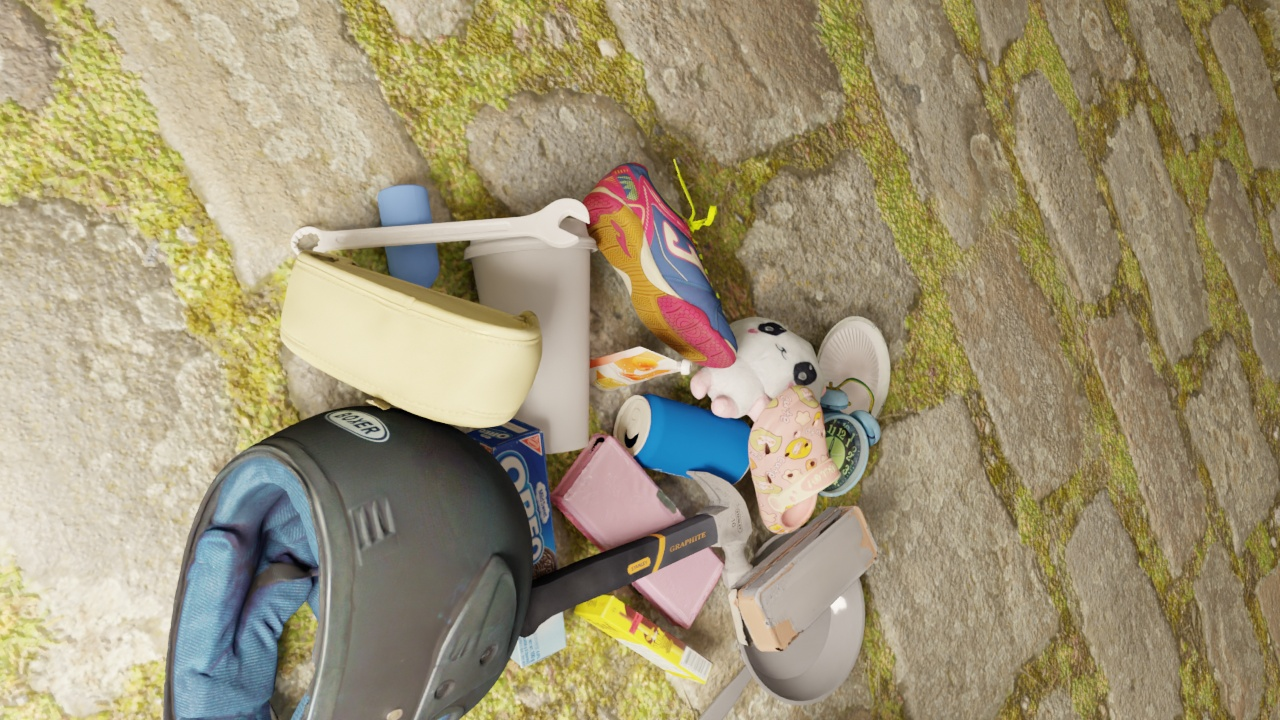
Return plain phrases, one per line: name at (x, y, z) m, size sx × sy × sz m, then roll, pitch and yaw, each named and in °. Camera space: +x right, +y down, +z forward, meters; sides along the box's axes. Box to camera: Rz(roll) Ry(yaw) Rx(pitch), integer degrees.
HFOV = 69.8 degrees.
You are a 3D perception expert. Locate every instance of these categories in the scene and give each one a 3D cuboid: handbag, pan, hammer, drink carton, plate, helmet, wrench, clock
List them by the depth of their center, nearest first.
helmet at (-0.210, 0.195, 0.729) m, size 0.235 × 0.249 × 0.316 m, roll 9°, pitch 97°, yaw -54°
handbag at (-0.192, -0.024, 0.768) m, size 0.233 × 0.190 × 0.088 m, roll 18°, pitch 100°, yaw 6°
wrench at (-0.183, -0.117, 0.839) m, size 0.273 × 0.009 × 0.047 m, roll -4°, pitch 69°, yaw 1°
hammer at (-0.001, 0.203, 0.908) m, size 0.311 × 0.035 × 0.139 m, roll -14°, pitch 97°, yaw -42°
drink carton at (-0.006, 0.006, 0.959) m, size 0.069 × 0.122 × 0.038 m, roll 22°, pitch 70°, yaw -29°
pan at (0.133, 0.337, 1.038) m, size 0.355 × 0.051 × 0.201 m, roll -35°, pitch 102°, yaw -32°
clock at (0.229, 0.095, 1.118) m, size 0.118 × 0.060 × 0.162 m, roll 33°, pitch 82°, yaw -27°
plate at (0.272, 0.021, 1.188) m, size 0.156 × 0.014 × 0.157 m, roll -4°, pitch 96°, yaw -40°

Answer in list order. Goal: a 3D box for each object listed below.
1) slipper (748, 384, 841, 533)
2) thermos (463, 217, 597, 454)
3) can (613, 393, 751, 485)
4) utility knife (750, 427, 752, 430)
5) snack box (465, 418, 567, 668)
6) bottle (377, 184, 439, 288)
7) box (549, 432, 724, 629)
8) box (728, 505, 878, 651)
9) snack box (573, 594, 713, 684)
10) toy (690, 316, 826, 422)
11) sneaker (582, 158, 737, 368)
slipper at (0.174, 0.123, 1.002) m, size 0.093 × 0.081 × 0.197 m, roll -27°, pitch 129°, yaw -27°
thermos at (-0.101, -0.023, 0.909) m, size 0.131 × 0.132 × 0.222 m, roll -7°, pitch 93°, yaw -34°
can at (0.050, 0.088, 1.008) m, size 0.146 × 0.079 × 0.078 m, roll 17°, pitch 73°, yaw -30°
utility knife at (0.168, 0.069, 1.127) m, size 0.212 × 0.020 × 0.029 m, roll -42°, pitch 103°, yaw -30°
snack box at (-0.115, 0.172, 0.861) m, size 0.059 × 0.059 × 0.226 m, roll -15°, pitch 108°, yaw -35°
bottle at (-0.219, -0.099, 0.881) m, size 0.048 × 0.048 × 0.131 m, roll -8°, pitch 86°, yaw -34°
box at (0.002, 0.183, 0.967) m, size 0.233 × 0.037 × 0.098 m, roll 50°, pitch 63°, yaw -29°
box at (0.186, 0.238, 1.022) m, size 0.215 × 0.063 × 0.081 m, roll -27°, pitch 98°, yaw -42°
snack box at (0.004, 0.289, 0.955) m, size 0.149 × 0.061 × 0.025 m, roll 39°, pitch 64°, yaw -22°
toy at (0.129, 0.019, 1.050) m, size 0.179 × 0.102 × 0.139 m, roll -19°, pitch 67°, yaw -44°
sneaker at (0.041, -0.099, 0.958) m, size 0.242 × 0.116 × 0.090 m, roll 54°, pitch 54°, yaw -23°
